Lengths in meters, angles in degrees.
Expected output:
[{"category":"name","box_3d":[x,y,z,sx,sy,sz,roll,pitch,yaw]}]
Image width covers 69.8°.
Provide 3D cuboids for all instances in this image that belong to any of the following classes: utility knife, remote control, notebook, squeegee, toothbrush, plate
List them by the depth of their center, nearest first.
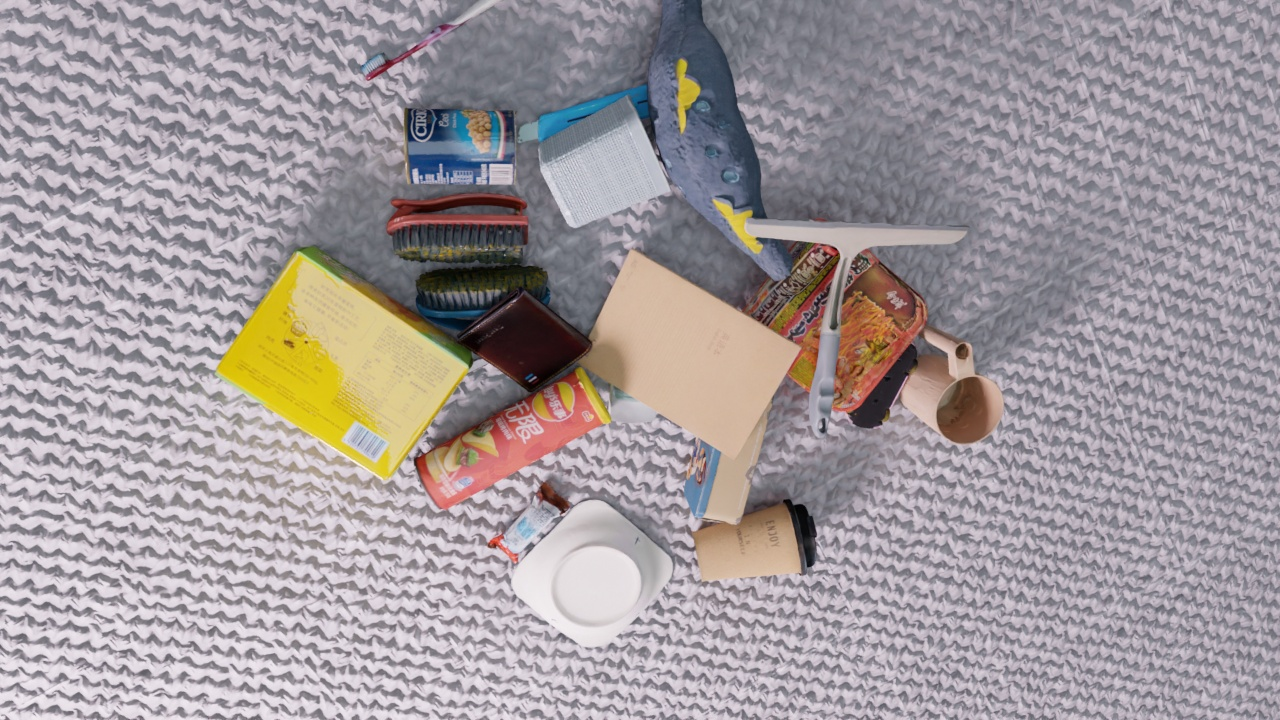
[{"category":"toothbrush","box_3d":[-0.200,-0.336,0.923,0.187,0.016,0.017,-31,99,1]},{"category":"utility knife","box_3d":[-0.051,-0.258,0.969,0.166,0.018,0.034,-16,108,-4]},{"category":"squeegee","box_3d":[0.208,-0.034,0.984,0.246,0.039,0.247,0,113,-14]},{"category":"notebook","box_3d":[0.047,-0.007,0.994,0.211,0.012,0.150,32,113,11]},{"category":"remote control","box_3d":[-0.006,0.006,1.051,0.056,0.019,0.135,1,106,-10]},{"category":"plate","box_3d":[-0.055,0.266,1.110,0.164,0.034,0.164,42,95,-17]}]

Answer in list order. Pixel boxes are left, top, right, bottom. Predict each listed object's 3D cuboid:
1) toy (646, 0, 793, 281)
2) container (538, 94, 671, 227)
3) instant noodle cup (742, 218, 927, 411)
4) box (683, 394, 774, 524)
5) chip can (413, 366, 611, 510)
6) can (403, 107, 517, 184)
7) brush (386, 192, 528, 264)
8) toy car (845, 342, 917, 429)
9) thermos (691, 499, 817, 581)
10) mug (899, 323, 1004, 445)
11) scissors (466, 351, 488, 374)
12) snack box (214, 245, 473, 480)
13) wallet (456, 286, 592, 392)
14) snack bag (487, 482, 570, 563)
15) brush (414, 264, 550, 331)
[{"category":"toy","box_3d":[0.068,-0.243,0.922,0.137,0.092,0.356,-21,95,-48]},{"category":"container","box_3d":[-0.040,-0.201,0.942,0.111,0.090,0.090,-24,120,6]},{"category":"instant noodle cup","box_3d":[0.213,-0.051,1.041,0.189,0.079,0.164,37,97,-16]},{"category":"box","box_3d":[0.101,0.091,1.059,0.059,0.089,0.184,8,102,-11]},{"category":"chip can","box_3d":[-0.143,0.087,1.024,0.216,0.073,0.073,-28,108,0]},{"category":"can","box_3d":[-0.180,-0.216,0.928,0.111,0.075,0.075,-1,106,-10]},{"category":"brush","box_3d":[-0.191,-0.140,0.960,0.145,0.063,0.069,-1,75,-8]},{"category":"toy car","box_3d":[0.286,0.025,1.099,0.056,0.037,0.123,16,114,-12]},{"category":"thermos","box_3d":[0.138,0.222,1.105,0.143,0.093,0.093,-11,107,1]},{"category":"mug","box_3d":[0.357,0.024,1.074,0.084,0.103,0.125,-15,108,-6]},{"category":"scissors","box_3d":[-0.230,0.034,1.024,0.169,0.012,0.147,-1,105,-9]},{"category":"snack box","box_3d":[-0.305,0.002,0.963,0.210,0.070,0.158,35,96,-12]},{"category":"wallet","box_3d":[-0.124,-0.021,0.990,0.096,0.020,0.122,-36,135,15]},{"category":"snack bag","box_3d":[-0.132,0.194,1.079,0.045,0.026,0.105,43,94,-9]},{"category":"brush","box_3d":[-0.168,-0.063,0.987,0.143,0.055,0.074,-5,129,-9]}]
